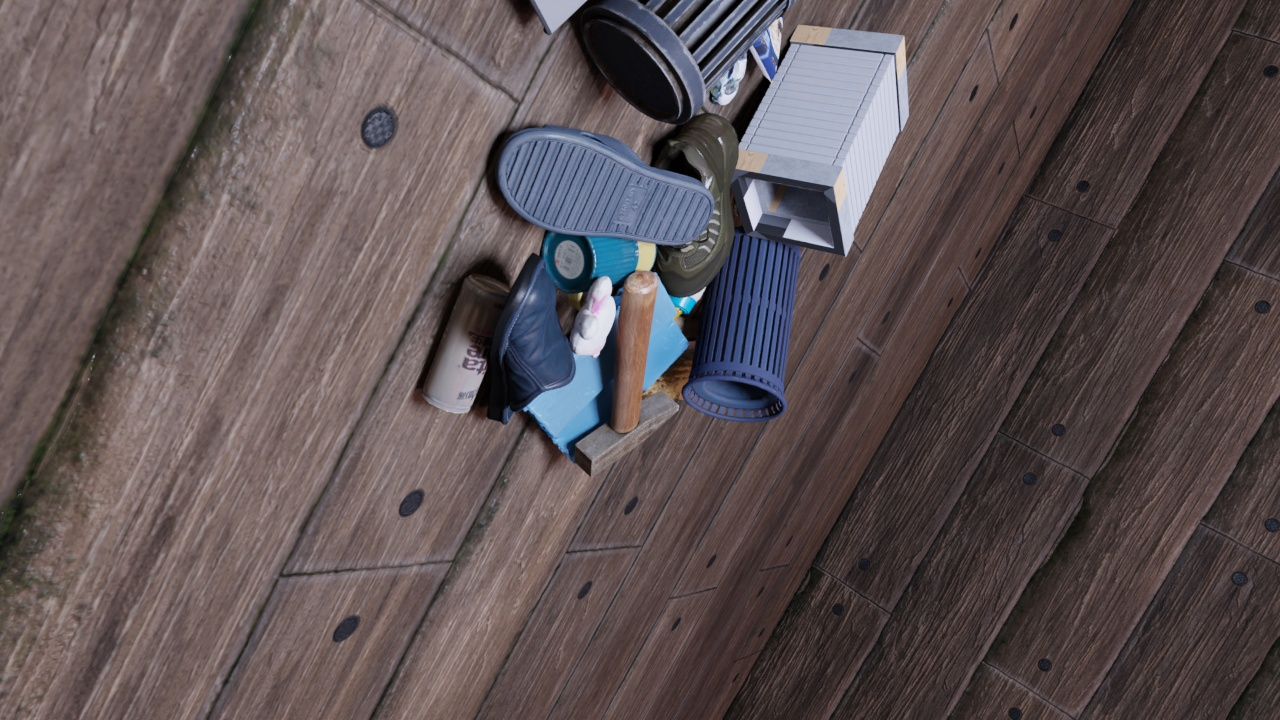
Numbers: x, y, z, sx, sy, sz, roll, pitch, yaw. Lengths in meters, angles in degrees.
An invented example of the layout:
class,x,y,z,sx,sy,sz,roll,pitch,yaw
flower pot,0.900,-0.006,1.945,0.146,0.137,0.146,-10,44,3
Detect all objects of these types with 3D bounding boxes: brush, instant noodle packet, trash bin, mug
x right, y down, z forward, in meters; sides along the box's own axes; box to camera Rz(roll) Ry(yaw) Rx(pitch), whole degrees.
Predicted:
class,x,y,z,sx,sy,sz,roll,pitch,yaw
brush,0.043,0.020,1.347,0.270,0.057,0.083,-8,126,-57
instant noodle packet,0.144,-0.402,1.095,0.134,0.026,0.087,27,69,-64
trash bin,0.065,-0.353,0.878,0.227,0.164,0.164,-48,152,-9
trash bin,0.237,-0.290,1.200,0.246,0.142,0.142,-63,152,-20
trash bin,0.145,-0.056,1.267,0.139,0.139,0.249,63,35,-60
mug,-0.049,-0.106,1.024,0.107,0.083,0.114,-21,135,-51

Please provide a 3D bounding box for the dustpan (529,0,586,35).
class,x,y,z,sx,sy,sz,roll,pitch,yaw
dustpan,-0.024,-0.418,0.754,0.257,0.033,0.163,-45,148,-6

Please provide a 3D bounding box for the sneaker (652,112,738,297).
class,x,y,z,sx,sy,sz,roll,pitch,yaw
sneaker,0.049,-0.166,1.102,0.142,0.101,0.238,-39,143,-49

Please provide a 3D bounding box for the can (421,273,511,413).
class,x,y,z,sx,sy,sz,roll,pitch,yaw
can,-0.175,-0.017,0.931,0.054,0.054,0.136,-1,118,-60

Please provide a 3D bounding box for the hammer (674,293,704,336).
class,x,y,z,sx,sy,sz,roll,pitch,yaw
hammer,0.044,-0.048,1.275,0.330,0.031,0.119,4,75,-52

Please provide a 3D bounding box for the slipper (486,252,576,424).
class,x,y,z,sx,sy,sz,roll,pitch,yaw
slipper,-0.103,-0.008,0.957,0.266,0.083,0.108,108,5,-56

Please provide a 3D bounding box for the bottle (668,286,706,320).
class,x,y,z,sx,sy,sz,roll,pitch,yaw
bottle,0.065,-0.109,1.239,0.146,0.051,0.051,-64,155,-9

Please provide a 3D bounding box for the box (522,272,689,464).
class,x,y,z,sx,sy,sz,roll,pitch,yaw
box,-0.037,0.013,1.163,0.231,0.033,0.174,-46,142,-10

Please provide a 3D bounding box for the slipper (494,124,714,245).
class,x,y,z,sx,sy,sz,roll,pitch,yaw
slipper,-0.042,-0.183,0.950,0.263,0.082,0.101,9,120,-38

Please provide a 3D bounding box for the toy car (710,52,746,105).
class,x,y,z,sx,sy,sz,roll,pitch,yaw
toy car,0.109,-0.350,1.108,0.038,0.027,0.090,-35,145,-43

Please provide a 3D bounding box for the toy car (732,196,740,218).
class,x,y,z,sx,sy,sz,roll,pitch,yaw
toy car,0.146,-0.251,1.255,0.048,0.040,0.113,11,95,-62

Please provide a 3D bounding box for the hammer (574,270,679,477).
class,x,y,z,sx,sy,sz,roll,pitch,yaw
hammer,-0.007,0.007,1.111,0.157,0.037,0.302,-34,150,-30

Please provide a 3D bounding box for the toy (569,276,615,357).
class,x,y,z,sx,sy,sz,roll,pitch,yaw
toy,-0.052,-0.040,0.997,0.125,0.037,0.075,97,16,-72
